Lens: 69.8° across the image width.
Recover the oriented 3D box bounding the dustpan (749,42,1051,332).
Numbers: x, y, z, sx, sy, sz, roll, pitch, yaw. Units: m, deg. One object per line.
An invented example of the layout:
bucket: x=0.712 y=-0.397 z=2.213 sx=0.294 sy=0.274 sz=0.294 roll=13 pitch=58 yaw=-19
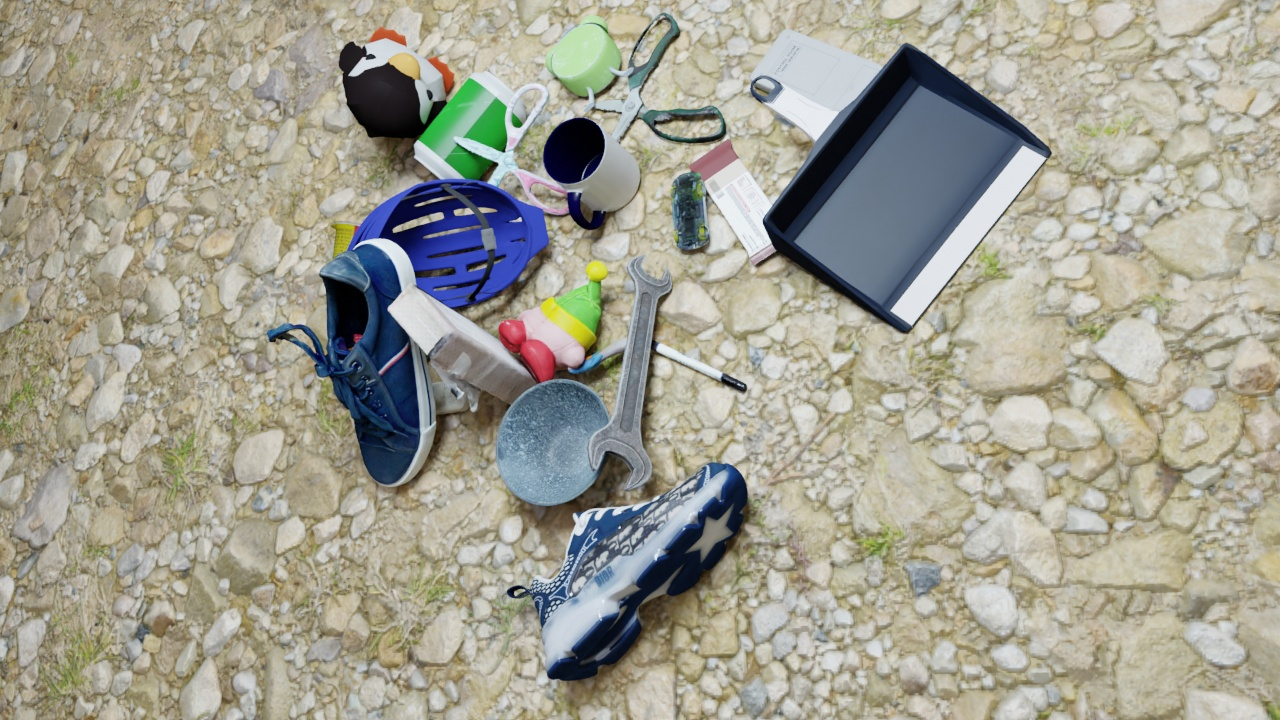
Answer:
dustpan: x=0.226 y=-0.204 z=0.929 sx=0.273 sy=0.080 sz=0.236 roll=39 pitch=90 yaw=26

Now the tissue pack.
tissue pack: x=-0.192 y=-0.004 z=0.995 sx=0.071 sy=0.181 sz=0.104 roll=-45 pitch=62 yaw=-1

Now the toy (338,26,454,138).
toy: x=-0.320 y=-0.330 z=1.164 sx=0.140 sy=0.159 sz=0.184 roll=-55 pitch=20 yaw=15

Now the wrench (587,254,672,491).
wrench: x=-0.006 y=0.006 z=0.969 sx=0.070 sy=0.010 sz=0.272 roll=17 pitch=62 yaw=-15

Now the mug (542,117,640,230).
mug: x=-0.057 y=-0.207 z=1.053 sx=0.079 sy=0.096 sz=0.112 roll=5 pitch=82 yaw=24

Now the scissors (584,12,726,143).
scissors: x=0.030 y=-0.323 z=1.105 sx=0.206 sy=0.015 sz=0.201 roll=25 pitch=85 yaw=28

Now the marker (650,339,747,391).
marker: x=0.049 y=0.000 z=0.986 sx=0.152 sy=0.011 sz=0.011 roll=26 pitch=84 yaw=29

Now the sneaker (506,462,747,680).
sneaker: x=-0.017 y=0.183 z=0.909 sx=0.269 sy=0.103 sz=0.132 roll=-46 pitch=53 yaw=6

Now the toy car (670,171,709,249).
toy car: x=0.057 y=-0.167 z=1.030 sx=0.039 sy=0.027 sz=0.089 roll=-9 pitch=76 yaw=26

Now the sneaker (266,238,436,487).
sneaker: x=-0.310 y=0.021 z=1.004 sx=0.121 sy=0.127 sz=0.295 roll=13 pitch=118 yaw=25

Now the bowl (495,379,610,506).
bowl: x=-0.082 y=0.093 z=0.984 sx=0.137 sy=0.057 sz=0.137 roll=-8 pitch=69 yaw=21

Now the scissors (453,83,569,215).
scissors: x=-0.143 y=-0.248 z=1.103 sx=0.170 sy=0.013 sz=0.177 roll=25 pitch=108 yaw=4

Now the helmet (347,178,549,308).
helmet: x=-0.224 y=-0.129 z=1.035 sx=0.241 sy=0.227 sz=0.148 roll=-12 pitch=100 yaw=-6

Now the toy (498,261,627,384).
toy: x=-0.080 y=-0.040 z=1.016 sx=0.131 sy=0.097 sz=0.124 roll=-30 pitch=49 yaw=-19

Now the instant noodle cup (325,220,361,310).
instant noodle cup: x=-0.347 y=-0.108 z=1.158 sx=0.100 sy=0.100 sz=0.112 roll=10 pitch=85 yaw=26

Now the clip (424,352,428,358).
clip: x=-0.279 y=-0.019 z=1.123 sx=0.097 sy=0.026 sz=0.116 roll=38 pitch=82 yaw=32

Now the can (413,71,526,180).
can: x=-0.214 y=-0.288 z=1.159 sx=0.088 sy=0.088 sz=0.140 roll=40 pitch=90 yaw=29

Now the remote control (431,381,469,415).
remote control: x=-0.259 y=0.048 z=1.101 sx=0.126 sy=0.018 sz=0.038 roll=-9 pitch=68 yaw=22

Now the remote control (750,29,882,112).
remote control: x=0.201 y=-0.314 z=1.024 sx=0.151 sy=0.019 sz=0.074 roll=35 pitch=88 yaw=30

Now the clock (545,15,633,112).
clock: x=-0.070 y=-0.380 z=1.148 sx=0.094 sy=0.042 sz=0.119 roll=-39 pitch=54 yaw=11

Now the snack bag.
snack bag: x=0.112 y=-0.178 z=1.019 sx=0.057 sy=0.013 sz=0.158 roll=-34 pitch=62 yaw=9
